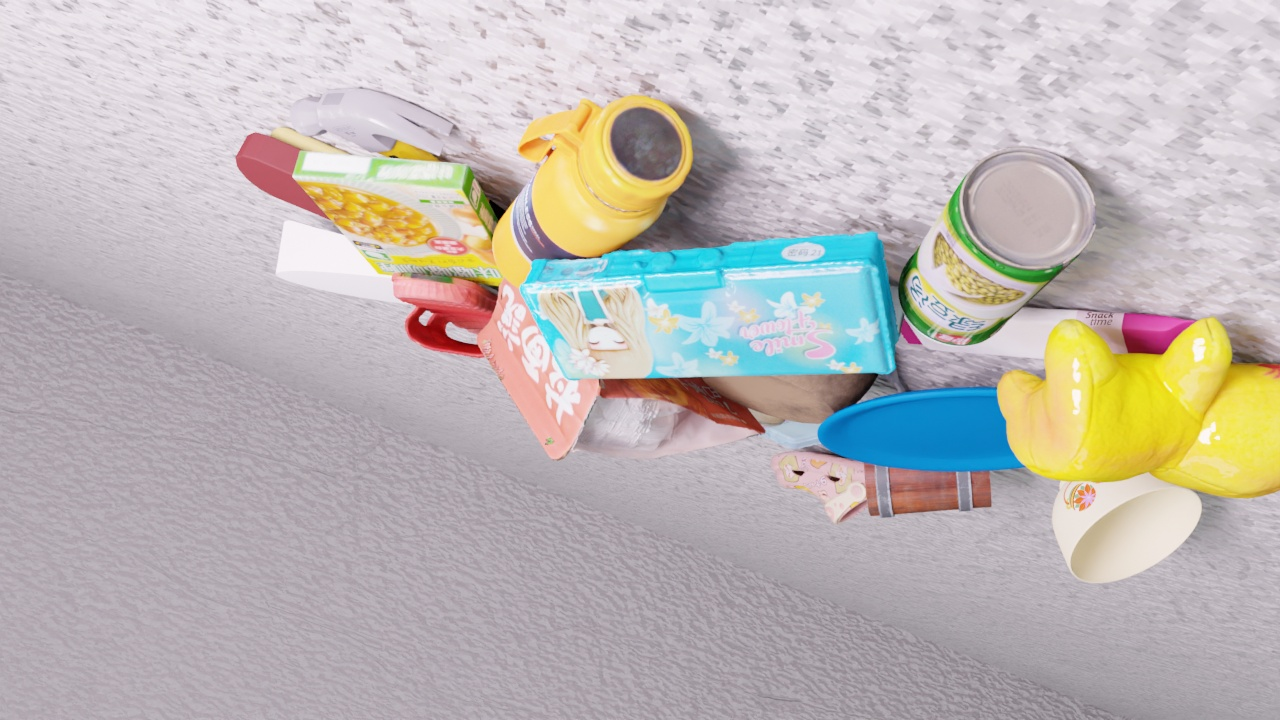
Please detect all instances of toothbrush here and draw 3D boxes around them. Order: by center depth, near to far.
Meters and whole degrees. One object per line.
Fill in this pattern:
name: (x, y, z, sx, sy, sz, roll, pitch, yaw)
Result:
toothbrush: (0.247, 0.042, 0.857, 0.017, 0.012, 0.187, 27, 170, 35)

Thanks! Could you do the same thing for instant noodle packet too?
instant noodle packet: (-0.005, 0.005, 0.789, 0.220, 0.084, 0.164, 4, -146, -42)

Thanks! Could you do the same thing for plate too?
plate: (0.257, 0.051, 0.739, 0.224, 0.024, 0.225, 4, 160, 1)

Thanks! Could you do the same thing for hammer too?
hammer: (-0.126, -0.121, 0.766, 0.127, 0.029, 0.323, 7, 160, 42)

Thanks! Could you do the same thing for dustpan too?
dustpan: (-0.240, -0.095, 0.937, 0.258, 0.053, 0.191, 6, 175, 15)

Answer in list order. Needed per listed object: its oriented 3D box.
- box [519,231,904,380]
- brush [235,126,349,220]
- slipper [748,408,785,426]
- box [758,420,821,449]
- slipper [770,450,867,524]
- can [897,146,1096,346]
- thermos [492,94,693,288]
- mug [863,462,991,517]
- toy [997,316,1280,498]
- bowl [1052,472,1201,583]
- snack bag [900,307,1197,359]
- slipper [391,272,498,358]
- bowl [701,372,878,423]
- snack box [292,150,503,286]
box: (0.054, -0.024, 0.609, 0.228, 0.086, 0.168, -2, 171, 23)
brush: (-0.261, -0.152, 0.804, 0.173, 0.041, 0.082, 23, 165, -6)
slipper: (0.014, 0.014, 0.891, 0.272, 0.114, 0.054, 13, 128, 0)
box: (0.148, 0.070, 1.024, 0.151, 0.040, 0.214, 11, 167, -13)
slipper: (0.246, 0.157, 1.099, 0.198, 0.081, 0.093, 7, 173, 33)
can: (0.187, -0.056, 0.496, 0.067, 0.067, 0.121, 19, 164, 7)
thermos: (-0.046, -0.104, 0.611, 0.091, 0.076, 0.233, 4, 171, -21)
mug: (0.272, 0.097, 0.875, 0.111, 0.081, 0.117, -4, 132, 19)
toy: (0.326, 0.038, 0.555, 0.194, 0.087, 0.135, 9, 153, -6)
bowl: (0.407, 0.126, 0.798, 0.118, 0.118, 0.074, 31, -156, -34)
snack bag: (0.265, -0.019, 0.614, 0.197, 0.016, 0.070, 6, 159, 37)
slipper: (-0.170, -0.034, 0.870, 0.103, 0.059, 0.249, 7, 174, 8)
bowl: (0.116, -0.002, 0.765, 0.162, 0.070, 0.162, 20, 165, 5)
snack box: (-0.177, -0.108, 0.730, 0.132, 0.027, 0.168, 6, 161, 9)
